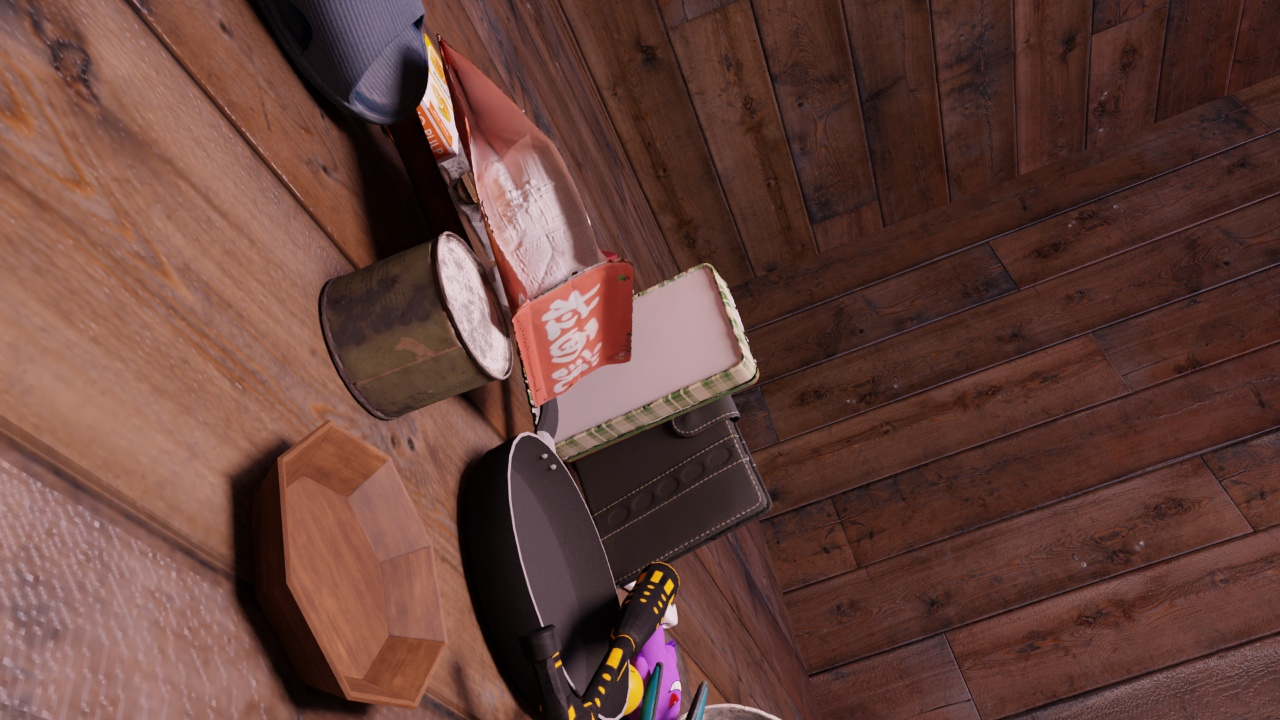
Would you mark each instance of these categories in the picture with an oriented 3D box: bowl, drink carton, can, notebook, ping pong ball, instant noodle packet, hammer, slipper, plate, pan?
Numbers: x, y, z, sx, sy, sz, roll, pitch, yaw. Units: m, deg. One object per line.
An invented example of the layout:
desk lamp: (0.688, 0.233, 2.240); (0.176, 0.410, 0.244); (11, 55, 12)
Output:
bowl: (0.074, 0.367, 0.706); (0.081, 0.178, 0.178); (112, -26, -42)
drink carton: (-0.184, -0.214, 0.765); (0.122, 0.040, 0.058); (-102, 168, -47)
can: (-0.127, -0.019, 0.528); (0.089, 0.075, 0.090); (-20, 89, -80)
notebook: (0.013, 0.078, 0.835); (0.029, 0.170, 0.209); (30, 31, -56)
ping pong ball: (-0.018, 0.249, 0.697); (0.040, 0.040, 0.040); (-20, 89, -82)
instant noodle packet: (-0.092, -0.099, 0.648); (0.221, 0.084, 0.164); (59, -12, 20)
hammer: (-0.178, -0.190, 0.669); (0.110, 0.028, 0.301); (-42, 125, -40)
slipper: (-0.195, -0.269, 0.552); (0.101, 0.083, 0.264); (-57, 132, -33)
plate: (-0.129, 0.092, 0.404); (0.131, 0.025, 0.131); (-20, 89, -82)
hammer: (-0.134, -0.156, 0.935); (0.121, 0.049, 0.318); (63, 5, -2)
pan: (-0.075, 0.097, 0.689); (0.204, 0.044, 0.355); (61, 11, -47)
hammer: (-0.010, 0.196, 0.621); (0.320, 0.036, 0.123); (-9, 80, -80)

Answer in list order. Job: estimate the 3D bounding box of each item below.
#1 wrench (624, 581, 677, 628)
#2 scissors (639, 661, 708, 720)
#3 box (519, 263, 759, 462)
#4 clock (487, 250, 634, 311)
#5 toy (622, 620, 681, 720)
wrench: (-0.010, 0.219, 0.925); (0.273, 0.018, 0.066); (54, 18, -59)
scissors: (0.011, 0.291, 0.679); (0.144, 0.126, 0.019); (63, -31, 29)
box: (-0.005, 0.005, 0.825); (0.050, 0.206, 0.117); (40, 27, -58)
clock: (-0.077, -0.068, 0.793); (0.096, 0.137, 0.048); (-75, 163, -77)
toy: (0.005, 0.271, 0.755); (0.106, 0.056, 0.088); (69, 8, -51)
